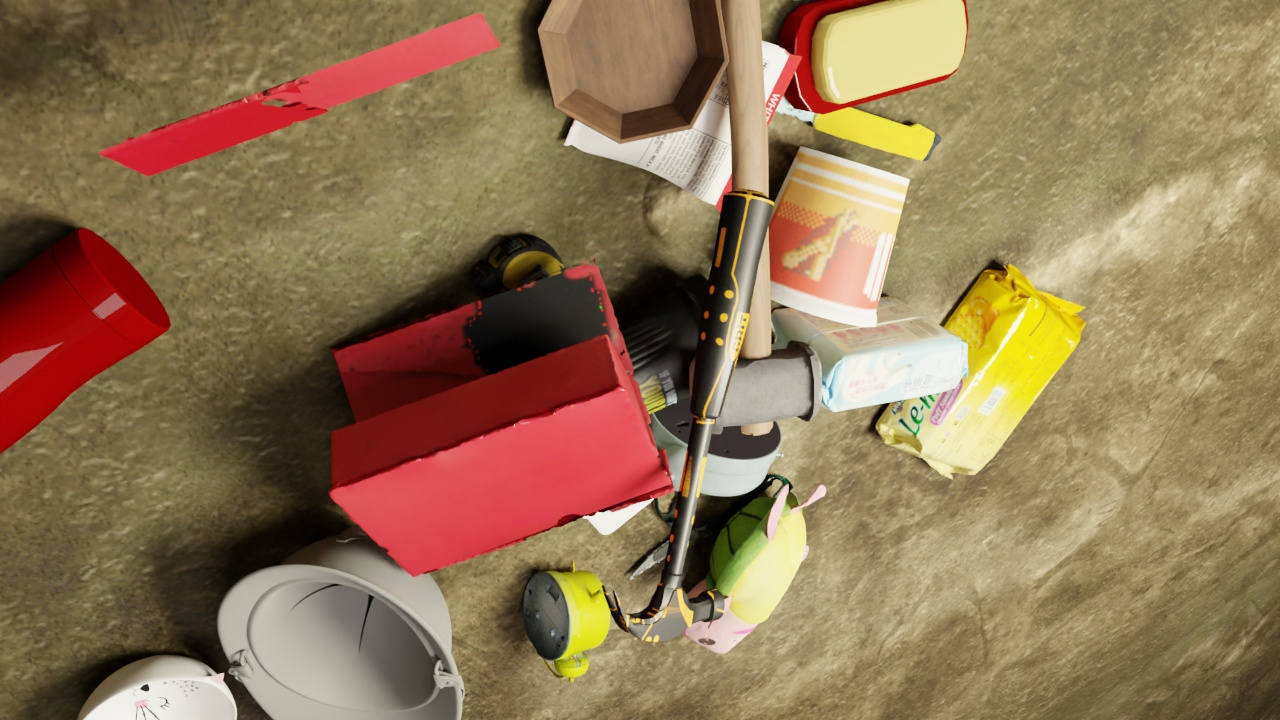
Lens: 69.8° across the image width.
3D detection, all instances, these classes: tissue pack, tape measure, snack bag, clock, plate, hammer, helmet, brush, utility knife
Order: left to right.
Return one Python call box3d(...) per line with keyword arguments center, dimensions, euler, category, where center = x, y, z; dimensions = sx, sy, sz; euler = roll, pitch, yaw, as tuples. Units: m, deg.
box3d(center=(-0.226, 0.212, 0.754), dimensions=(0.183, 0.117, 0.272), euler=(1, 131, 4), category="helmet")
box3d(center=(-0.088, -0.064, 0.701), dimensions=(0.061, 0.034, 0.061), euler=(-47, 132, 1), category="tape measure")
box3d(center=(-0.076, 0.254, 0.887), dimensions=(0.057, 0.083, 0.119), euler=(1, 117, -39), category="clock")
box3d(center=(-0.006, -0.216, 0.630), dimensions=(0.131, 0.025, 0.131), euler=(-1, 109, -4), category="plate")
box3d(center=(0.034, -0.192, 0.681), dimensions=(0.144, 0.039, 0.131), euler=(18, 109, -25), category="snack bag")
box3d(center=(0.051, 0.068, 0.810), dimensions=(0.159, 0.122, 0.045), euler=(-9, 129, -37), category="clock")
box3d(center=(0.042, 0.039, 0.637), dimensions=(0.123, 0.036, 0.320), euler=(7, 95, -47), category="hammer")
box3d(center=(0.081, -0.103, 0.675), dimensions=(0.098, 0.052, 0.328), euler=(-7, 105, -14), category="hammer")
box3d(center=(0.175, -0.203, 0.777), dimensions=(0.224, 0.019, 0.030), euler=(5, 112, -35), category="utility knife")
box3d(center=(0.205, -0.006, 0.862), dimensions=(0.181, 0.112, 0.070), euler=(-8, 122, -26), category="tissue pack")
box3d(center=(0.193, -0.252, 0.732), dimensions=(0.173, 0.042, 0.082), euler=(-20, 118, -19), category="brush")
box3d(center=(0.380, 0.019, 1.013), dimensions=(0.159, 0.068, 0.247), euler=(22, 107, -37), category="snack bag")

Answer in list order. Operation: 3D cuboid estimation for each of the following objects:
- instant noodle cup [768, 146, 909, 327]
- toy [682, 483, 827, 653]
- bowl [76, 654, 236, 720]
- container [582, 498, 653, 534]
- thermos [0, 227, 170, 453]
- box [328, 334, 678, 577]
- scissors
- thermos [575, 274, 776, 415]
box3d(center=(0.159, -0.107, 0.771), dimensions=(0.123, 0.123, 0.121), euler=(7, 108, -34), category="instant noodle cup")
box3d(center=(0.116, 0.212, 0.952), dimensions=(0.189, 0.088, 0.239), euler=(-24, 145, -50), category="toy")
box3d(center=(-0.389, 0.279, 0.736), dimensions=(0.114, 0.050, 0.115), euler=(-15, 126, -22), category="bowl")
box3d(center=(-0.040, 0.100, 0.827), dimensions=(0.080, 0.049, 0.129), euler=(-38, 131, -4), category="container")
box3d(center=(-0.394, 0.000, 0.534), dimensions=(0.198, 0.084, 0.108), euler=(-37, 112, -8), category="thermos")
box3d(center=(-0.076, 0.099, 0.812), dimensions=(0.214, 0.478, 0.171), euler=(-20, 86, 4), category="box")
box3d(center=(0.061, 0.147, 0.942), dimensions=(0.201, 0.015, 0.204), euler=(-34, 132, -10), category="scissors")
box3d(center=(-0.005, 0.004, 0.760), dimensions=(0.220, 0.098, 0.098), euler=(-27, 130, -6), category="thermos")
